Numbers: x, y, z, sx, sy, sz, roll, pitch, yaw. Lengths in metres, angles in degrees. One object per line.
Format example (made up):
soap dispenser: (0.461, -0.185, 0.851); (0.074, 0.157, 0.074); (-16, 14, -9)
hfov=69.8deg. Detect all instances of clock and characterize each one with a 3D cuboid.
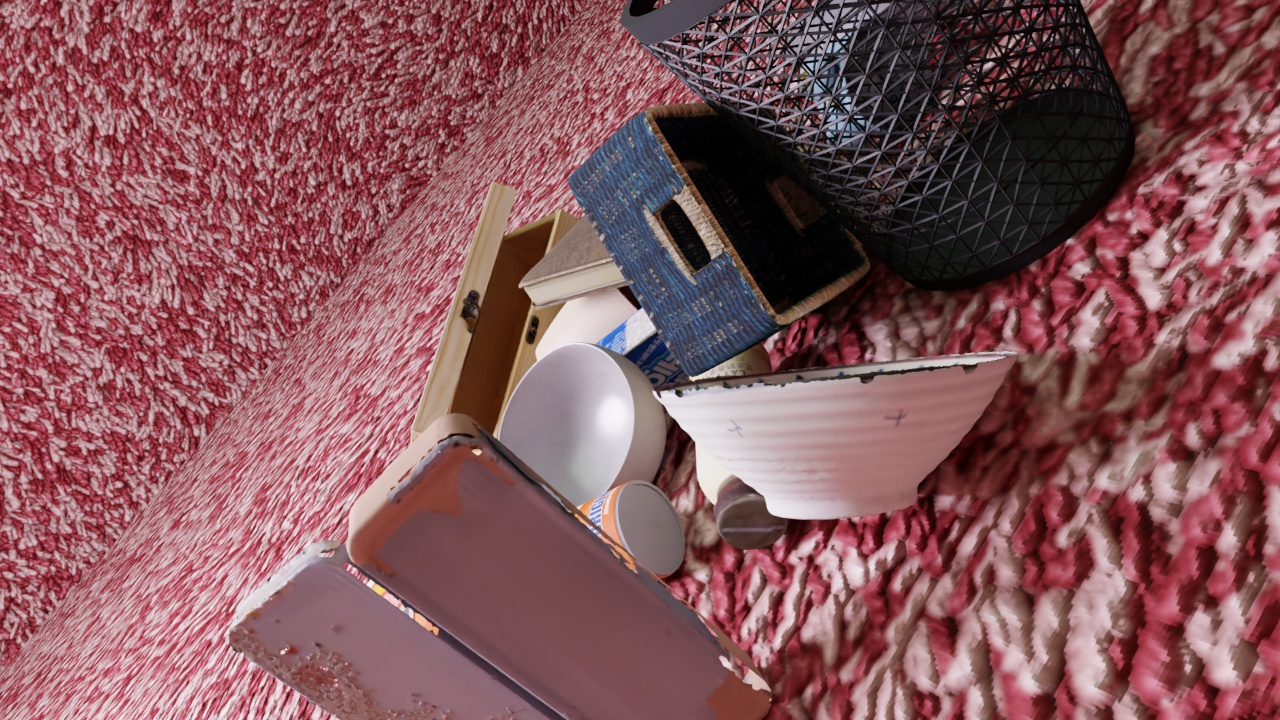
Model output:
clock: (0.176, -0.217, 0.739); (0.124, 0.089, 0.052); (-38, 16, -19)

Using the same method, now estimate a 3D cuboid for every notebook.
notebook: (0.022, -0.128, 0.755); (0.191, 0.034, 0.214); (-12, 30, 40)

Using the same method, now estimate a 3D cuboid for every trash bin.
trash bin: (0.150, -0.181, 0.537); (0.217, 0.243, 0.216); (-37, 25, 21)

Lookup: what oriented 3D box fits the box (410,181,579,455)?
box: (-0.152, -0.028, 0.879); (0.141, 0.122, 0.248); (-7, 62, 51)

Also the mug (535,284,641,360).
mug: (-0.032, -0.024, 0.821); (0.104, 0.085, 0.111); (-44, -5, 16)

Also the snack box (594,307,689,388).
snack box: (-0.004, 0.004, 0.740); (0.227, 0.059, 0.059); (-37, 28, 24)

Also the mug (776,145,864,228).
mug: (0.117, -0.115, 0.728); (0.097, 0.081, 0.122); (-92, 23, -68)

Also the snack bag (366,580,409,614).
snack bag: (-0.209, 0.214, 0.782); (0.116, 0.036, 0.076); (-4, 48, 58)

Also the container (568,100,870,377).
container: (0.057, -0.085, 0.586); (0.071, 0.145, 0.187); (-33, -3, 34)

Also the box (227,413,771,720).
box: (-0.060, 0.140, 0.424); (0.154, 0.216, 0.058); (-43, 22, 5)

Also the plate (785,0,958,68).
plate: (0.208, -0.286, 0.782); (0.173, 0.019, 0.173); (-18, -7, -2)

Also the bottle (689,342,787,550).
bottle: (0.061, 0.046, 0.566); (0.057, 0.056, 0.161); (-37, 26, 21)

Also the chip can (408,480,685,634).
chip can: (-0.069, 0.147, 0.619); (0.211, 0.062, 0.062); (-31, 28, 33)

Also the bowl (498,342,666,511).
bowl: (-0.036, 0.058, 0.674); (0.132, 0.064, 0.131); (-14, 66, 36)

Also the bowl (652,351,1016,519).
bowl: (0.098, 0.039, 0.462); (0.178, 0.177, 0.071); (-6, 91, 57)
